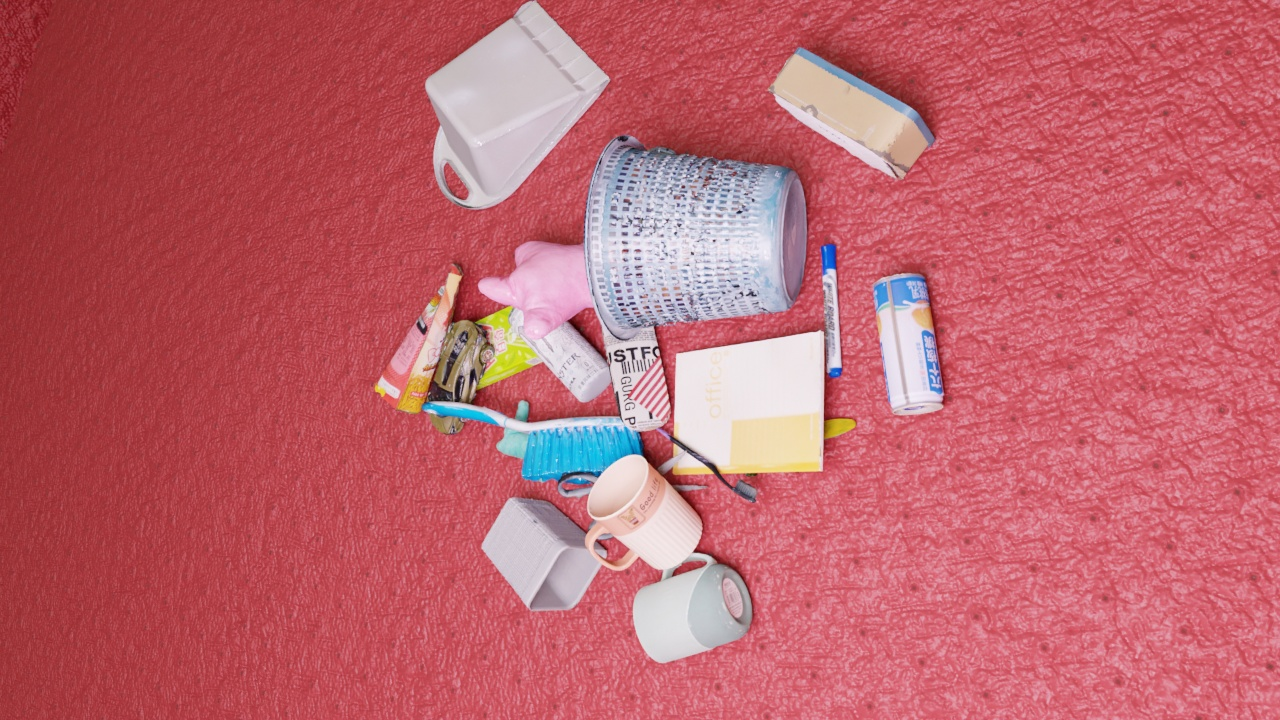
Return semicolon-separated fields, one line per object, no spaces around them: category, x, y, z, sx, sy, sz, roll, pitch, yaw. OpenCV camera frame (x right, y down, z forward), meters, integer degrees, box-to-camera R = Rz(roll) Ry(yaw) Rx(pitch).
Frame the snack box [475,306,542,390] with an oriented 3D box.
snack box;-0.189;-0.020;1.234;0.157;0.026;0.085;-21;68;29

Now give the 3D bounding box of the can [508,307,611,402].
can;-0.099;-0.016;1.139;0.146;0.058;0.058;45;106;19

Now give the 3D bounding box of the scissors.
scissors;-0.015;0.152;1.058;0.159;0.014;0.178;21;122;-4

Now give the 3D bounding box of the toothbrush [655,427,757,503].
toothbrush;0.066;0.107;1.022;0.189;0.014;0.017;34;99;45

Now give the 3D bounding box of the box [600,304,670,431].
box;-0.006;0.005;1.083;0.056;0.070;0.164;127;134;-55

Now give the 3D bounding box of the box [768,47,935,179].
box;0.226;-0.259;0.973;0.184;0.089;0.060;40;101;30

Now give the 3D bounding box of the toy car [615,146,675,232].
toy car;0.008;-0.208;1.139;0.054;0.036;0.120;26;85;35

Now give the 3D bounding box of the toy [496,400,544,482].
toy;-0.146;0.102;1.179;0.092;0.030;0.096;9;83;31

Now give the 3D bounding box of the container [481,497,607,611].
container;-0.120;0.228;1.102;0.114;0.090;0.090;37;100;36

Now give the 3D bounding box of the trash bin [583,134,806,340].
trash bin;0.071;-0.129;0.990;0.195;0.226;0.226;4;82;21

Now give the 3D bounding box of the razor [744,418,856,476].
razor;0.166;0.086;0.980;0.133;0.028;0.043;-21;66;26

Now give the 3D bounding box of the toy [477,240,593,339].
toy;-0.096;-0.104;1.118;0.178;0.194;0.075;44;148;37

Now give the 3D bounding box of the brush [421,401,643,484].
brush;-0.138;0.096;1.131;0.315;0.060;0.109;-4;70;18

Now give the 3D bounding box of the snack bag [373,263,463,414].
snack bag;-0.296;-0.035;1.273;0.208;0.073;0.128;-63;15;8

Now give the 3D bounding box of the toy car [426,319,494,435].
toy car;-0.245;0.023;1.223;0.070;0.042;0.158;22;98;34

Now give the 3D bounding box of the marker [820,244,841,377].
marker;0.205;-0.054;0.987;0.017;0.017;0.145;-8;76;32

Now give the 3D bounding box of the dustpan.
dustpan;-0.194;-0.347;1.315;0.257;0.143;0.222;-32;60;-9

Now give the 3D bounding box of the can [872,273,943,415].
can;0.267;-0.015;0.916;0.053;0.053;0.134;-13;73;31

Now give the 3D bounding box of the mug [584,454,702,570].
mug;-0.004;0.179;1.002;0.114;0.106;0.082;-47;28;-6

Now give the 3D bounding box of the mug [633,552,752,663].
mug;0.058;0.257;0.987;0.107;0.082;0.111;-27;42;27

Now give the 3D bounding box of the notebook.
notebook;0.113;0.051;1.002;0.207;0.010;0.145;-8;75;46
